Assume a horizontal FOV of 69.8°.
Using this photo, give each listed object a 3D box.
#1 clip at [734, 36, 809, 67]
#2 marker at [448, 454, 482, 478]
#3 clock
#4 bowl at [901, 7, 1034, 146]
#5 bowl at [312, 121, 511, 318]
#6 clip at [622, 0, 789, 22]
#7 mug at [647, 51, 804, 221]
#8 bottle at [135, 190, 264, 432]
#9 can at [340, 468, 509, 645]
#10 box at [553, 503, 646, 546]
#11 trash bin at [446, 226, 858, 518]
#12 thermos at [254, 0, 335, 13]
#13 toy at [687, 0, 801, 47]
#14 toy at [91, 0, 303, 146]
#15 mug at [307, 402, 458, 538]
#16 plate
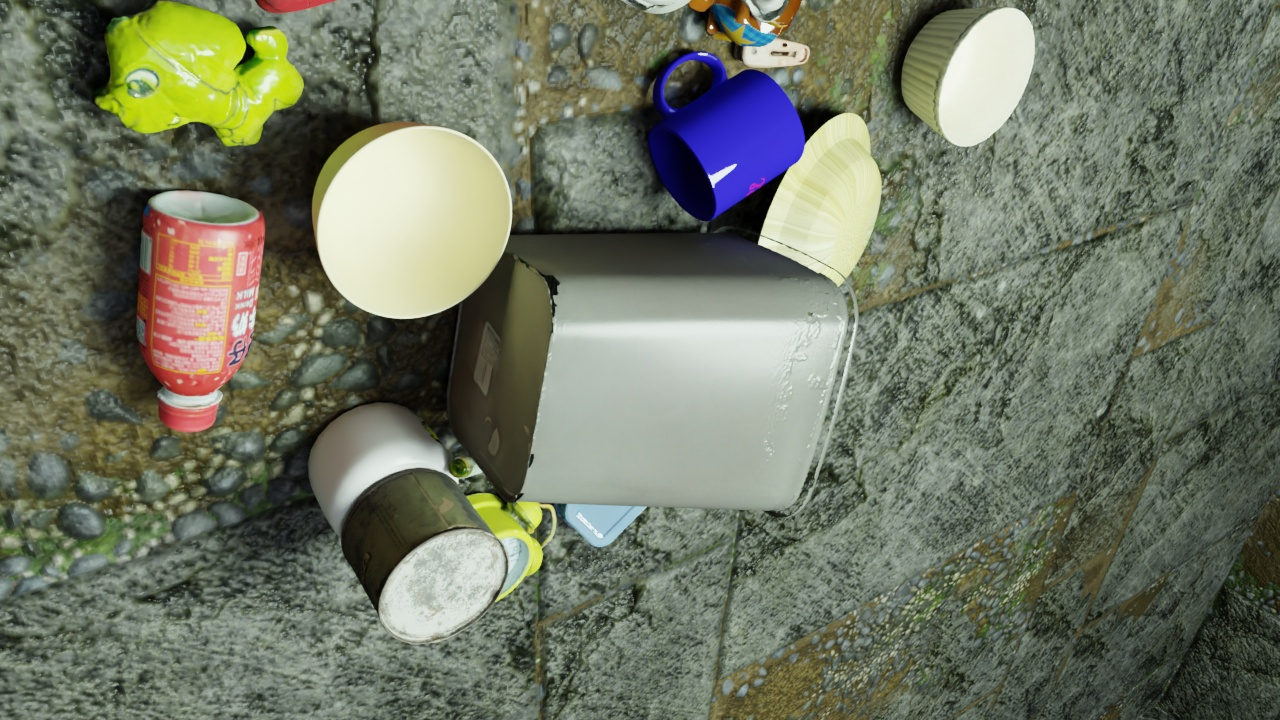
[{"bbox_3d":[0.101,-0.232,0.690,0.061,0.049,0.026,-34,142,-56],"label":"clip"},{"bbox_3d":[-0.102,0.071,0.700,0.017,0.017,0.146,-61,163,12],"label":"marker"},{"bbox_3d":[-0.122,0.152,0.760,0.118,0.057,0.083,-21,130,-35],"label":"clock"},{"bbox_3d":[0.275,-0.250,0.791,0.115,0.062,0.115,-20,129,-27],"label":"bowl"},{"bbox_3d":[-0.147,-0.094,0.556,0.117,0.074,0.118,-20,129,-27],"label":"bowl"},{"bbox_3d":[0.039,-0.273,0.578,0.150,0.089,0.126,28,103,-9],"label":"clip"},{"bbox_3d":[0.055,-0.171,0.669,0.083,0.079,0.111,-35,106,-14],"label":"mug"},{"bbox_3d":[-0.256,-0.024,0.530,0.061,0.062,0.138,-2,121,-38],"label":"bottle"},{"bbox_3d":[-0.144,0.129,0.612,0.089,0.074,0.090,-20,128,-28],"label":"can"},{"bbox_3d":[0.008,0.075,0.838,0.209,0.052,0.067,-44,114,-8],"label":"box"},{"bbox_3d":[-0.004,0.004,0.658,0.219,0.197,0.197,0,111,-31],"label":"trash bin"},{"bbox_3d":[-0.098,-0.251,0.488,0.239,0.073,0.073,-27,132,-22],"label":"thermos"},{"bbox_3d":[0.075,-0.272,0.633,0.090,0.071,0.103,32,82,-29],"label":"toy"},{"bbox_3d":[-0.230,-0.149,0.483,0.094,0.036,0.093,-46,142,-6],"label":"toy"},{"bbox_3d":[-0.181,0.092,0.662,0.094,0.068,0.116,-32,134,-17],"label":"mug"},{"bbox_3d":[0.163,-0.112,0.776,0.183,0.036,0.185,-39,144,-36],"label":"plate"}]
